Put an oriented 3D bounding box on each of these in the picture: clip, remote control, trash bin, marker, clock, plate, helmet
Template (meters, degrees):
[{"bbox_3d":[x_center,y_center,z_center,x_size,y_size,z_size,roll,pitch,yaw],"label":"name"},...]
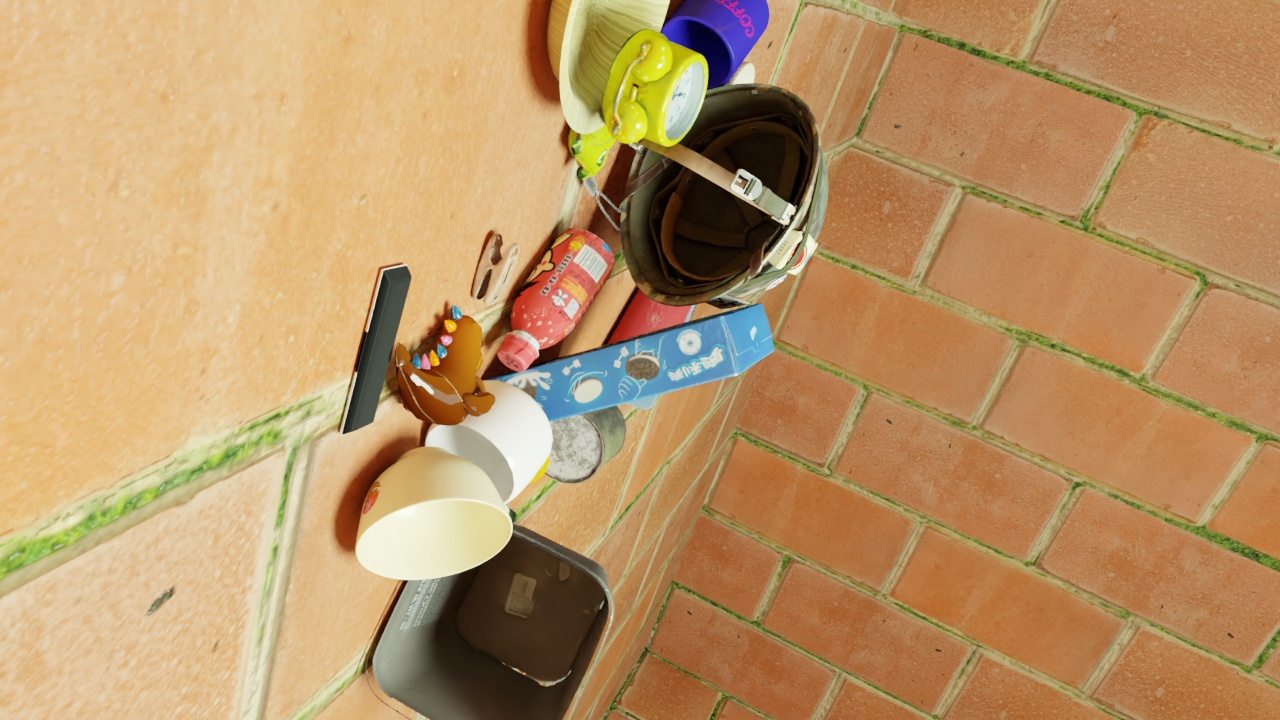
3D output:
[{"bbox_3d":[-0.111,-0.070,0.725,0.025,0.049,0.061,-41,125,-62],"label":"clip"},{"bbox_3d":[-0.178,-0.005,0.620,0.028,0.012,0.124,-34,146,-66],"label":"remote control"},{"bbox_3d":[-0.131,0.266,0.947,0.197,0.197,0.220,-64,174,-4],"label":"trash bin"},{"bbox_3d":[-0.157,0.157,0.994,0.017,0.017,0.146,-62,167,-15],"label":"marker"},{"bbox_3d":[0.006,-0.209,0.710,0.118,0.057,0.083,-27,141,-60],"label":"clock"},{"bbox_3d":[-0.028,-0.264,0.681,0.184,0.036,0.185,-59,166,-24],"label":"plate"},{"bbox_3d":[0.073,-0.152,0.853,0.224,0.193,0.236,-50,148,-9],"label":"helmet"}]

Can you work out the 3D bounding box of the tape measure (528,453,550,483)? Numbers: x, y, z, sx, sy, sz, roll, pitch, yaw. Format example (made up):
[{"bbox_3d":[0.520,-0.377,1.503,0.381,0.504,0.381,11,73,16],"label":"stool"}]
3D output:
[{"bbox_3d":[-0.123,0.098,0.928,0.068,0.059,0.030,-65,168,1],"label":"tape measure"}]

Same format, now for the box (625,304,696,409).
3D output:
[{"bbox_3d":[0.023,-0.033,1.258,0.052,0.067,0.210,-10,124,-66],"label":"box"}]

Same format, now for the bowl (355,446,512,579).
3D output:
[{"bbox_3d":[-0.166,0.111,0.723,0.118,0.118,0.074,99,-22,-50],"label":"bowl"}]

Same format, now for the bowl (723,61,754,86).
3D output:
[{"bbox_3d":[0.072,-0.277,1.001,0.115,0.062,0.115,-59,166,-26],"label":"bowl"}]

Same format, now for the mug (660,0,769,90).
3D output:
[{"bbox_3d":[0.064,-0.312,0.895,0.083,0.079,0.111,-58,-167,-30],"label":"mug"}]

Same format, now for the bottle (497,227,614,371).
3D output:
[{"bbox_3d":[-0.080,-0.051,0.818,0.137,0.062,0.062,-58,165,-27],"label":"bottle"}]

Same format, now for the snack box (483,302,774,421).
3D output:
[{"bbox_3d":[-0.005,0.005,0.878,0.195,0.239,0.056,-21,97,-72],"label":"snack box"}]

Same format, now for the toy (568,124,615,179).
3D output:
[{"bbox_3d":[-0.033,-0.205,0.780,0.093,0.036,0.094,-57,164,-53],"label":"toy"}]

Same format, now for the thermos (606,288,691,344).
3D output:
[{"bbox_3d":[0.030,-0.077,1.182,0.239,0.073,0.073,-61,167,-19],"label":"thermos"}]

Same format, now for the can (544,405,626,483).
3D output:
[{"bbox_3d":[-0.070,0.086,1.045,0.090,0.090,0.074,-70,167,19],"label":"can"}]

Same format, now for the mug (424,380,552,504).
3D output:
[{"bbox_3d":[-0.128,0.078,0.783,0.067,0.094,0.116,-52,154,-49],"label":"mug"}]

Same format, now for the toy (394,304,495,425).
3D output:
[{"bbox_3d":[-0.148,-0.003,0.677,0.103,0.071,0.090,66,32,-55],"label":"toy"}]
